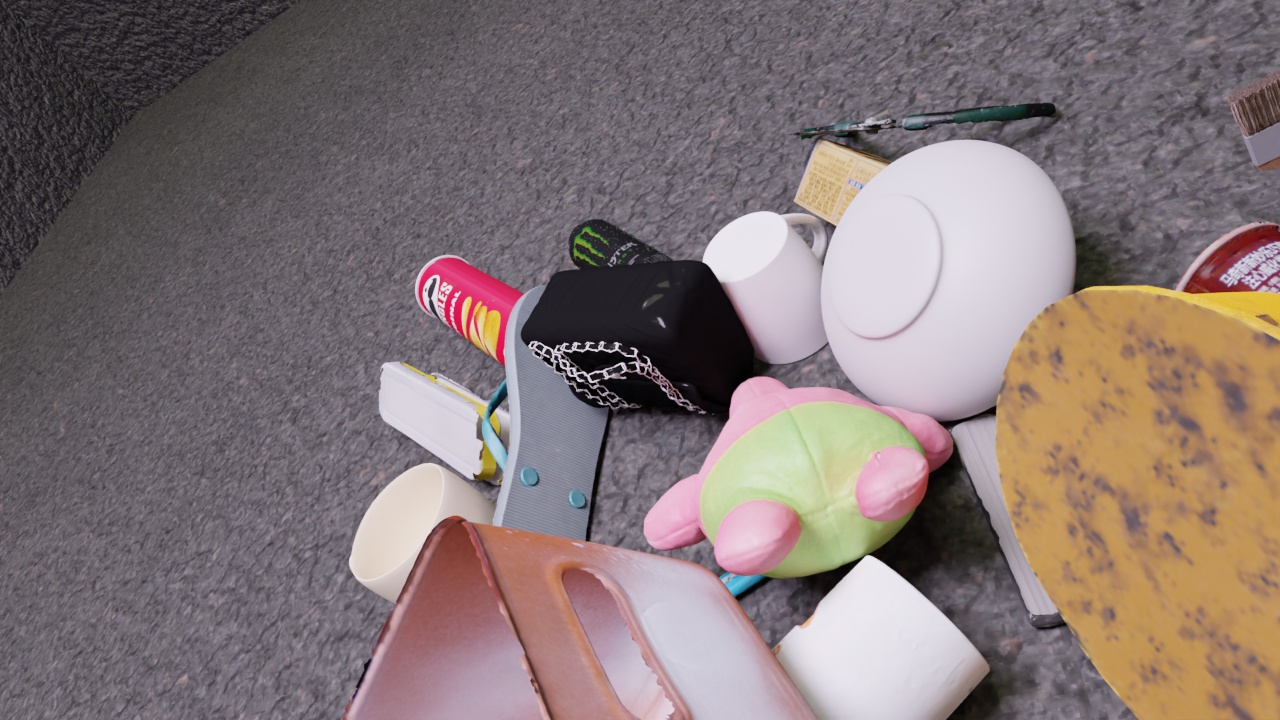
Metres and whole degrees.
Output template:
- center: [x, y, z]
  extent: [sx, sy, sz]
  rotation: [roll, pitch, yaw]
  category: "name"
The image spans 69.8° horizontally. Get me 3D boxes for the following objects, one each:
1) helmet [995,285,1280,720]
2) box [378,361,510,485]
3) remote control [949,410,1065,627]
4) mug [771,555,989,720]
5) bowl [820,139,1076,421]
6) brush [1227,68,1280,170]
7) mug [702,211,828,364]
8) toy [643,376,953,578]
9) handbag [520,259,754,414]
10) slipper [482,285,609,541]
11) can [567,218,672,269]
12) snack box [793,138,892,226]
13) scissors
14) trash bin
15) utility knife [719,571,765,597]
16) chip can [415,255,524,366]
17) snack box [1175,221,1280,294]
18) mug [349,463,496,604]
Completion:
- center: [0.271, 0.068, 0.354]
  extent: [0.131, 0.206, 0.255]
  rotation: [-17, 53, -14]
  category: "helmet"
- center: [-0.176, 0.054, 0.837]
  extent: [0.210, 0.070, 0.067]
  rotation: [19, 87, 49]
  category: "box"
- center: [0.208, 0.084, 0.509]
  extent: [0.033, 0.013, 0.136]
  rotation: [-25, 39, 18]
  category: "remote control"
- center: [0.107, 0.163, 0.461]
  extent: [0.105, 0.082, 0.082]
  rotation: [-44, 38, -6]
  category: "mug"
- center: [0.168, -0.053, 0.564]
  extent: [0.177, 0.066, 0.176]
  rotation: [-19, 67, 55]
  category: "bowl"
- center: [0.340, -0.093, 0.461]
  extent: [0.045, 0.143, 0.008]
  rotation: [-29, 37, 28]
  category: "brush"
- center: [0.104, -0.068, 0.682]
  extent: [0.081, 0.087, 0.114]
  rotation: [10, 61, 45]
  category: "mug"
- center: [0.090, 0.061, 0.548]
  extent: [0.192, 0.097, 0.236]
  rotation: [-17, 14, 1]
  category: "toy"
- center: [-0.004, 0.004, 0.674]
  extent: [0.154, 0.125, 0.114]
  rotation: [-3, 51, 40]
  category: "handbag"
- center: [-0.075, 0.062, 0.722]
  extent: [0.055, 0.098, 0.268]
  rotation: [-39, 40, 41]
  category: "slipper"
- center: [-0.018, -0.089, 0.832]
  extent: [0.054, 0.054, 0.138]
  rotation: [-45, 38, -5]
  category: "can"
- center: [0.196, -0.101, 0.651]
  extent: [0.206, 0.057, 0.056]
  rotation: [46, 121, 52]
  category: "snack box"
- center: [0.210, -0.188, 0.728]
  extent: [0.203, 0.015, 0.201]
  rotation: [-4, 13, 3]
  category: "scissors"
- center: [-0.043, 0.220, 0.408]
  extent: [0.260, 0.157, 0.181]
  rotation: [-64, 34, 18]
  category: "trash bin"
- center: [0.054, 0.145, 0.577]
  extent: [0.176, 0.015, 0.022]
  rotation: [-37, 30, 6]
  category: "utility knife"
- center: [-0.143, -0.043, 0.882]
  extent: [0.069, 0.069, 0.221]
  rotation: [-49, 39, -10]
  category: "chip can"
- center: [0.333, -0.009, 0.446]
  extent: [0.072, 0.072, 0.121]
  rotation: [-36, 39, 7]
  category: "snack box"
- center: [-0.153, 0.147, 0.683]
  extent: [0.120, 0.099, 0.096]
  rotation: [-31, 37, 22]
  category: "mug"
